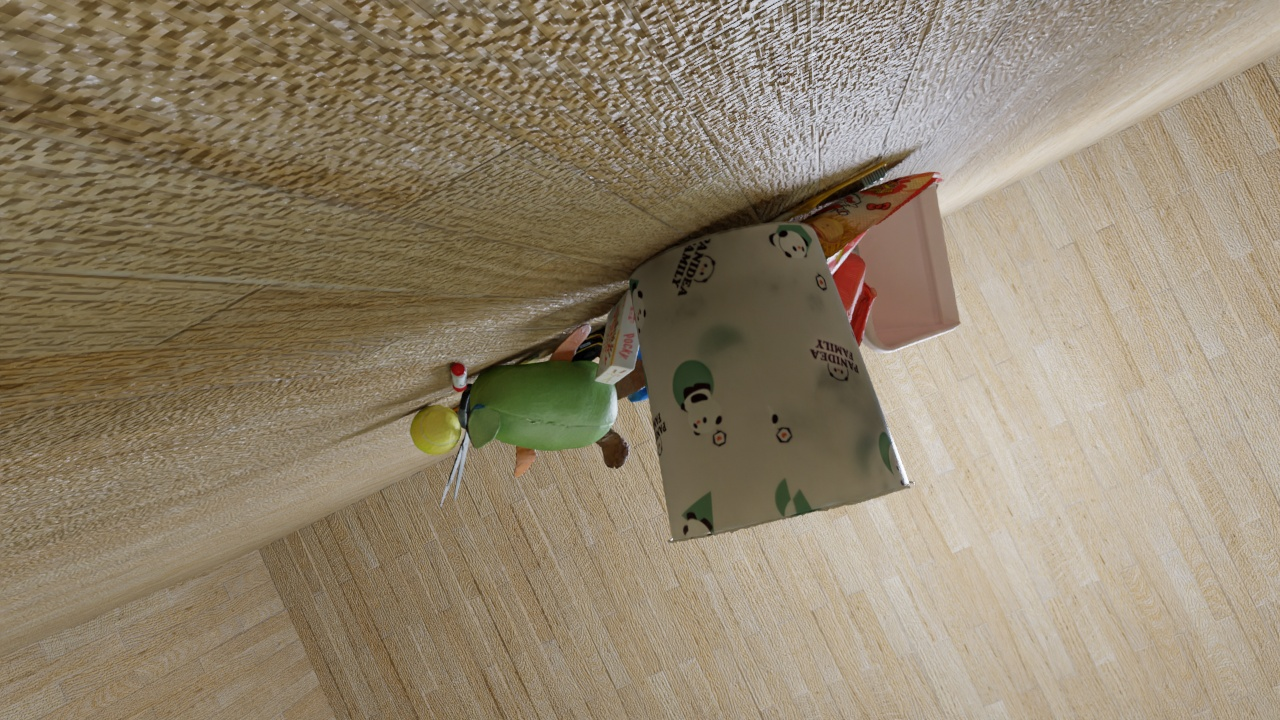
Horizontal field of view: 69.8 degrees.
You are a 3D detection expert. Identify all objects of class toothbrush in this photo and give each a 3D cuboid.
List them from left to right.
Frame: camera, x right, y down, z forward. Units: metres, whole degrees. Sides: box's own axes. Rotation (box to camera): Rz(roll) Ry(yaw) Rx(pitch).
[{"bbox_3d":[0.166,-0.151,0.935,0.192,0.018,0.016,-27,176,31],"label":"toothbrush"}]

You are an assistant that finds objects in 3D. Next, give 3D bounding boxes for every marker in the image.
[{"bbox_3d":[-0.189,0.018,0.959,0.017,0.017,0.145,-25,178,-13],"label":"marker"}]

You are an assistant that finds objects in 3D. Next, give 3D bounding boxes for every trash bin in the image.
[{"bbox_3d":[0.105,0.022,0.854,0.229,0.251,0.230,-14,171,-3],"label":"trash bin"}]

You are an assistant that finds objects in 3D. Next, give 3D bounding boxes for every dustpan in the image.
[{"bbox_3d":[0.362,-0.121,1.266,0.273,0.222,0.139,-17,-172,-16],"label":"dustpan"}]

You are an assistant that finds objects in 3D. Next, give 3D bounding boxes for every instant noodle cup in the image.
[{"bbox_3d":[0.180,-0.077,1.033,0.188,0.164,0.079,-59,164,-47],"label":"instant noodle cup"}]

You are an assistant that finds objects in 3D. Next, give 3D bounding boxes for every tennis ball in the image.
[{"bbox_3d":[-0.263,0.089,1.180,0.065,0.065,0.065,-25,178,-1],"label":"tennis ball"}]

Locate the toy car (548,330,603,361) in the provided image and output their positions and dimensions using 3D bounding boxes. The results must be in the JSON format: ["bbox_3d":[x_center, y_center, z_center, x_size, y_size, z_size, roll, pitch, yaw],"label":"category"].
[{"bbox_3d":[-0.091,-0.003,1.236,0.071,0.041,0.156,-25,176,-20],"label":"toy car"}]

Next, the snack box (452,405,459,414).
[{"bbox_3d":[-0.252,0.073,1.421,0.075,0.026,0.154,-23,176,-45],"label":"snack box"}]

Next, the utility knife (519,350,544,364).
[{"bbox_3d":[-0.171,0.021,1.223,0.030,0.018,0.165,-29,-178,-41],"label":"utility knife"}]

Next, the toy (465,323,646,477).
[{"bbox_3d":[-0.103,0.055,1.132,0.246,0.090,0.227,9,111,-36],"label":"toy"}]

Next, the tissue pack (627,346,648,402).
[{"bbox_3d":[-0.008,0.007,1.265,0.052,0.095,0.157,-29,180,-8],"label":"tissue pack"}]

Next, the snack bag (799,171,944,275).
[{"bbox_3d":[0.223,-0.146,0.988,0.207,0.073,0.129,-37,-166,-32],"label":"snack bag"}]

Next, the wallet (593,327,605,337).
[{"bbox_3d":[-0.004,-0.056,1.284,0.122,0.020,0.096,-23,178,6],"label":"wallet"}]

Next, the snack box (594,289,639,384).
[{"bbox_3d":[-0.023,-0.023,1.033,0.027,0.084,0.157,13,171,-7],"label":"snack box"}]

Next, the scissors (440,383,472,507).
[{"bbox_3d":[-0.225,0.098,1.180,0.175,0.014,0.159,97,16,-49],"label":"scissors"}]
